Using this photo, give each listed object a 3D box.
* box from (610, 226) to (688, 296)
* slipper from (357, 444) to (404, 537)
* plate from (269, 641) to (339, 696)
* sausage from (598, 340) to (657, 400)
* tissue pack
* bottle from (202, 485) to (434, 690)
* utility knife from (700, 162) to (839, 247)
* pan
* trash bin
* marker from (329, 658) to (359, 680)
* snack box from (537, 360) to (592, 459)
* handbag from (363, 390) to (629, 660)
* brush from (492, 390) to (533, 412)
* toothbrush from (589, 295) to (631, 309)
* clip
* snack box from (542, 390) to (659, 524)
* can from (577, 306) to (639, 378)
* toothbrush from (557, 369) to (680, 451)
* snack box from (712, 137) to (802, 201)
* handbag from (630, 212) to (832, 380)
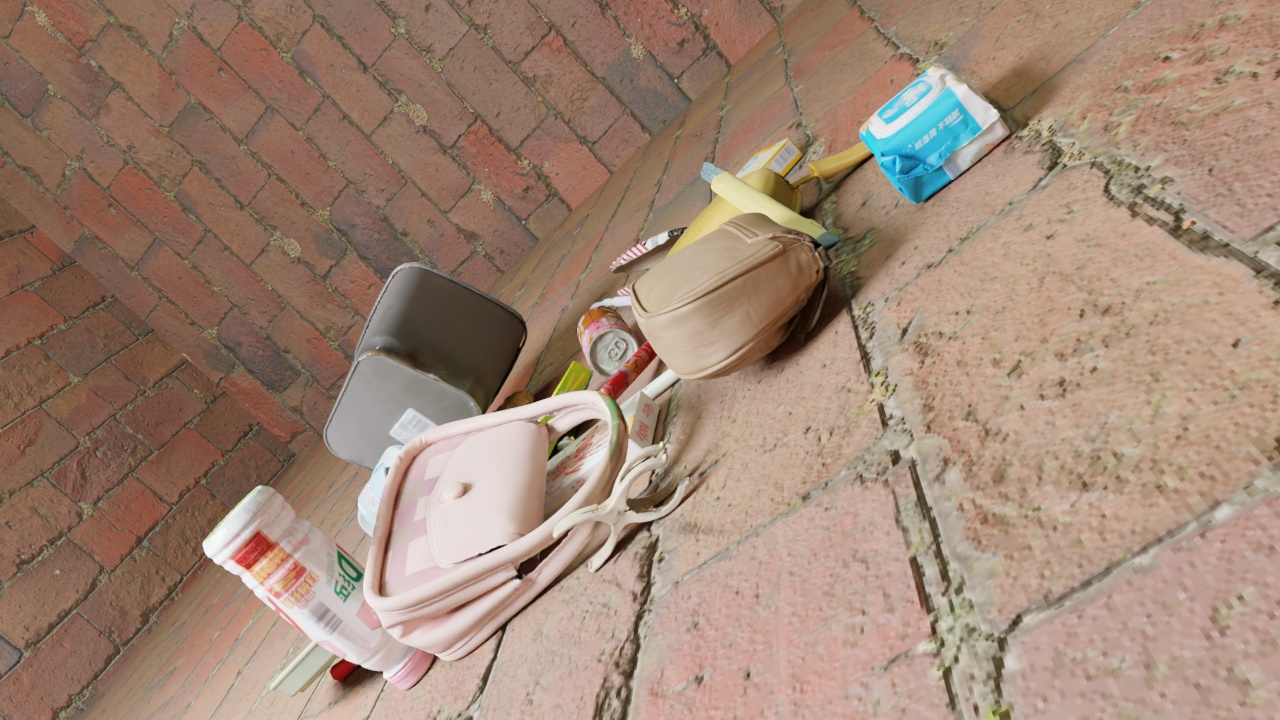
[{"bbox_3d":[0.032,-0.112,1.126,0.075,0.076,0.164,-8,-9,-40],"label":"box"},{"bbox_3d":[-0.267,0.167,1.020,0.246,0.104,0.074,-42,15,51],"label":"slipper"},{"bbox_3d":[-0.254,0.230,0.874,0.230,0.027,0.230,-46,0,0],"label":"plate"},{"bbox_3d":[-0.005,0.005,0.890,0.020,0.020,0.155,-34,8,35],"label":"sausage"},{"bbox_3d":[0.230,-0.186,0.740,0.090,0.063,0.139,-39,15,21],"label":"tissue pack"},{"bbox_3d":[-0.248,0.185,0.728,0.068,0.197,0.068,-41,15,13],"label":"bottle"},{"bbox_3d":[0.111,-0.145,0.845,0.031,0.019,0.176,-39,57,-12],"label":"utility knife"},{"bbox_3d":[0.147,-0.158,0.929,0.358,0.078,0.197,-48,17,12],"label":"pan"},{"bbox_3d":[-0.265,0.026,1.128,0.199,0.198,0.219,-58,14,23],"label":"trash bin"},{"bbox_3d":[-0.242,0.259,0.871,0.145,0.017,0.017,-40,15,16],"label":"marker"},{"bbox_3d":[-0.097,0.075,0.931,0.086,0.026,0.156,-56,5,36],"label":"snack box"},{"bbox_3d":[-0.102,0.109,0.731,0.235,0.093,0.193,-30,33,20],"label":"handbag"},{"bbox_3d":[-0.160,0.106,1.050,0.083,0.046,0.254,-38,19,12],"label":"brush"},{"bbox_3d":[-0.026,-0.075,1.221,0.029,0.021,0.189,-15,5,-21],"label":"toothbrush"},{"bbox_3d":[-0.017,0.093,0.635,0.103,0.076,0.034,-31,16,7],"label":"clip"},{"bbox_3d":[-0.052,0.095,0.795,0.157,0.027,0.084,-39,15,22],"label":"snack box"},{"bbox_3d":[-0.037,-0.022,1.019,0.058,0.058,0.147,-43,14,3],"label":"can"},{"bbox_3d":[-0.003,0.035,0.845,0.190,0.020,0.029,-37,-26,23],"label":"toothbrush"},{"bbox_3d":[0.133,-0.214,1.152,0.140,0.034,0.087,-47,14,-17],"label":"snack box"},{"bbox_3d":[0.070,-0.052,0.741,0.148,0.100,0.204,-32,15,4],"label":"handbag"}]
